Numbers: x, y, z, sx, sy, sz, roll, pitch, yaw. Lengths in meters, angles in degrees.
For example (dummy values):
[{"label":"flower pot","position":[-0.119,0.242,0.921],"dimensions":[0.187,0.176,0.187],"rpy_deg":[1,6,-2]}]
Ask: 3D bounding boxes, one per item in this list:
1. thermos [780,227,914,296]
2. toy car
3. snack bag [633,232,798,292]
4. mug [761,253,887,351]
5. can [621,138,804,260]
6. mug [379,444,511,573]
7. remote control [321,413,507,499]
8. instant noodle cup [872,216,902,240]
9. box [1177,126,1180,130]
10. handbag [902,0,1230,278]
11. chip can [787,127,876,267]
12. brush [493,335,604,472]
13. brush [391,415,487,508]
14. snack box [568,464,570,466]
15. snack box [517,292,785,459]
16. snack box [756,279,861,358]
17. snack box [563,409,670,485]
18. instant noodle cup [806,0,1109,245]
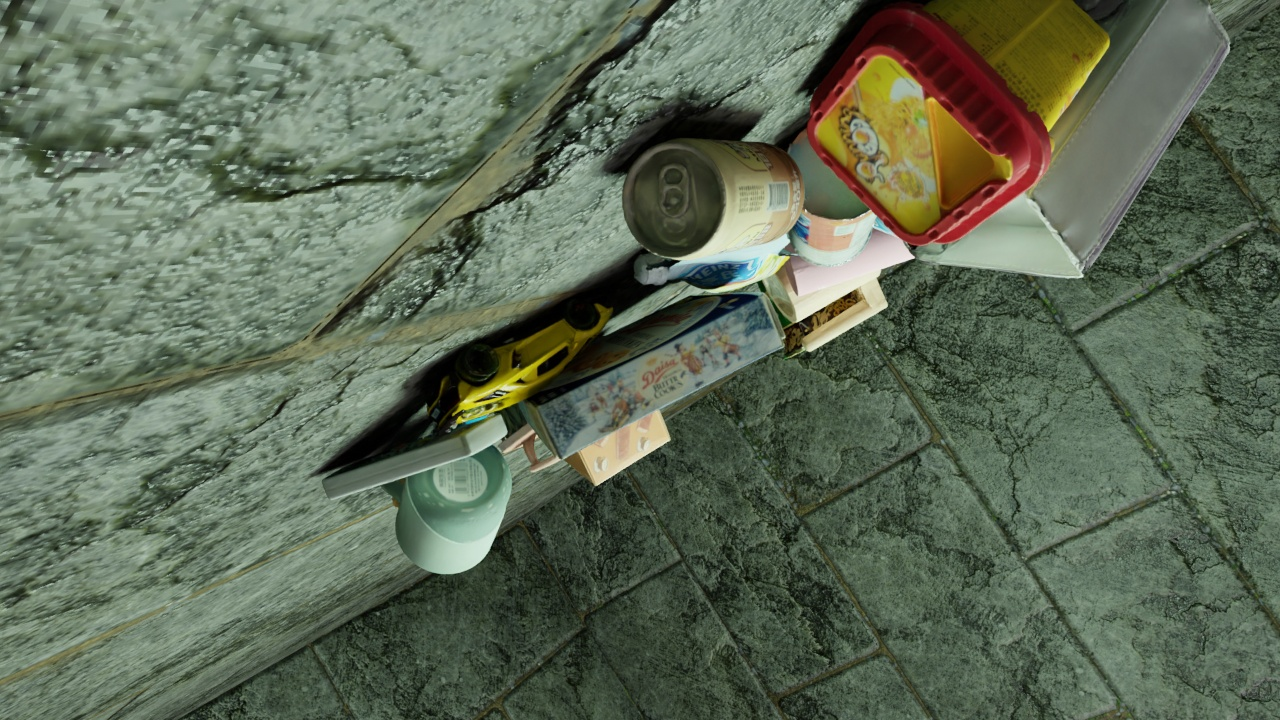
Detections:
[{"label":"thermos","position":[0.237,-0.125,0.903],"dimensions":[0.198,0.067,0.087],"rpy_deg":[-20,-174,3]},{"label":"toy car","position":[-0.078,0.001,0.630],"dimensions":[0.155,0.041,0.071],"rpy_deg":[-30,173,-32]},{"label":"snack bag","position":[0.062,-0.075,0.697],"dimensions":[0.110,0.039,0.190],"rpy_deg":[-7,-179,14]},{"label":"mug","position":[0.198,-0.083,0.987],"dimensions":[0.103,0.125,0.084],"rpy_deg":[-31,-157,-4]},{"label":"can","position":[0.041,-0.086,0.480],"dimensions":[0.059,0.058,0.116],"rpy_deg":[-37,173,30]},{"label":"mug","position":[-0.163,0.107,0.743],"dimensions":[0.082,0.112,0.107],"rpy_deg":[-58,177,-38]},{"label":"remote control","position":[-0.163,0.069,0.662],"dimensions":[0.135,0.019,0.056],"rpy_deg":[-19,-175,24]},{"label":"instant noodle cup","position":[0.235,-0.143,0.788],"dimensions":[0.099,0.099,0.110],"rpy_deg":[-33,-168,-1]},{"label":"box","position":[0.407,-0.217,0.895],"dimensions":[0.181,0.148,0.158],"rpy_deg":[-34,-171,5]},{"label":"handbag","position":[0.268,-0.157,0.614],"dimensions":[0.196,0.098,0.145],"rpy_deg":[-52,-161,-13]},{"label":"chip can","position":[0.142,-0.117,0.673],"dimensions":[0.071,0.071,0.214],"rpy_deg":[-34,174,7]},{"label":"brush","position":[-0.064,0.040,0.847],"dimensions":[0.146,0.073,0.063],"rpy_deg":[-37,172,15]},{"label":"brush","position":[-0.164,0.079,0.802],"dimensions":[0.083,0.046,0.255],"rpy_deg":[-18,162,-30]},{"label":"snack box","position":[-0.042,0.060,1.132],"dimensions":[0.114,0.063,0.240],"rpy_deg":[-30,173,-18]},{"label":"snack box","position":[-0.004,0.004,0.712],"dimensions":[0.182,0.046,0.178],"rpy_deg":[-27,-171,-10]},{"label":"snack box","position":[0.202,-0.080,1.079],"dimensions":[0.118,0.105,0.117],"rpy_deg":[-31,177,-8]},{"label":"snack box","position":[-0.040,0.062,0.947],"dimensions":[0.094,0.077,0.093],"rpy_deg":[-31,-156,-18]},{"label":"instant noodle cup","position":[0.174,-0.146,0.496],"dimensions":[0.123,0.116,0.116],"rpy_deg":[-43,177,-22]}]
